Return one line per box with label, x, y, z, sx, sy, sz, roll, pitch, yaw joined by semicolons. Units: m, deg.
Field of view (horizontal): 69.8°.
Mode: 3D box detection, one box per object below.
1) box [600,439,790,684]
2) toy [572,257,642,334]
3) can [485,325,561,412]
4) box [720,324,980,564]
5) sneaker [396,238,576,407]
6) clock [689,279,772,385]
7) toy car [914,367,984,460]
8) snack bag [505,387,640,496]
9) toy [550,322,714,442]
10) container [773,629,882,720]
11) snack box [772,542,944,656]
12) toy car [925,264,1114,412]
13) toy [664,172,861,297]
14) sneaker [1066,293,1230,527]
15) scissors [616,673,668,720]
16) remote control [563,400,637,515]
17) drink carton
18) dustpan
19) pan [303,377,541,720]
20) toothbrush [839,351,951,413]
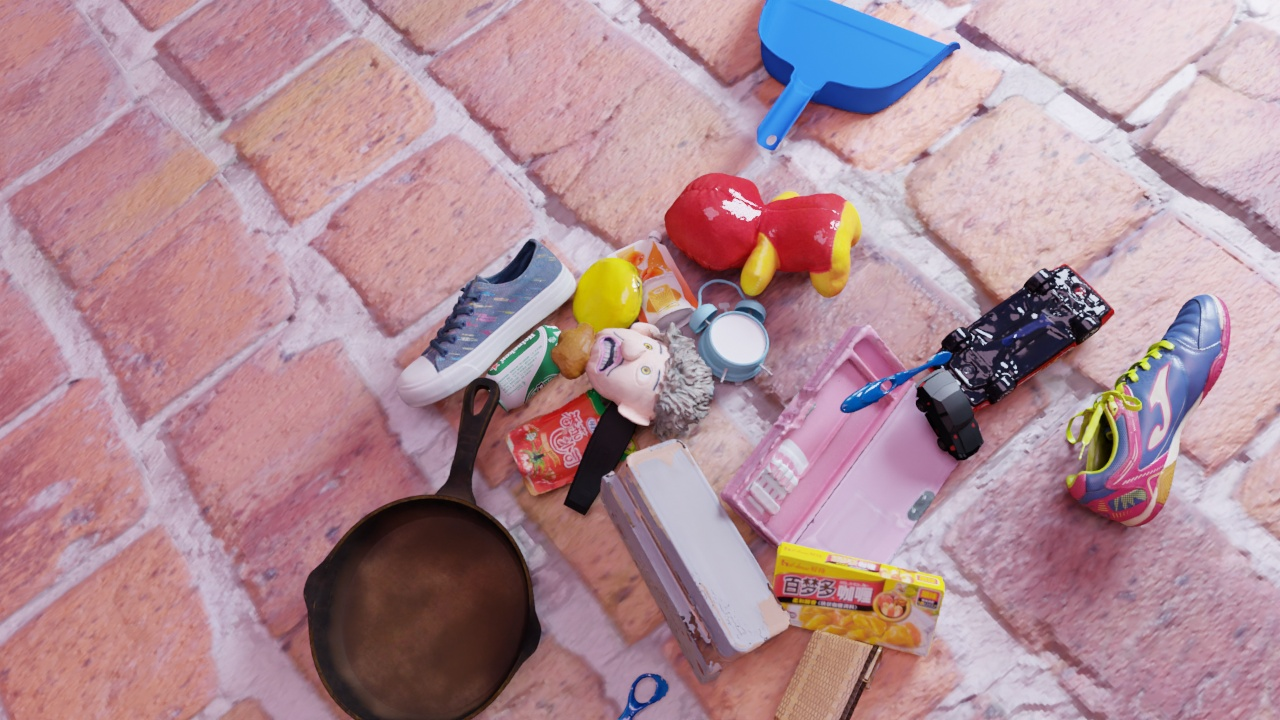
box;0.050;0.186;0.883;0.107;0.094;0.216;-29;67;-6
toy;-0.037;-0.070;1.022;0.094;0.041;0.095;-22;65;31
can;-0.122;0.007;1.003;0.101;0.053;0.053;-41;68;-10
box;0.210;0.101;0.923;0.179;0.059;0.232;42;76;-3
sneaker;-0.180;-0.046;1.006;0.235;0.079;0.087;-41;32;-15
clock;0.097;-0.033;0.993;0.087;0.042;0.123;-8;66;-15
toy car;0.308;0.054;0.905;0.042;0.036;0.091;-29;90;-16
snack bag;-0.061;0.080;0.977;0.155;0.044;0.087;-24;79;-10
toy;-0.006;0.006;0.952;0.176;0.076;0.132;15;51;-6
container;0.170;0.303;0.835;0.061;0.063;0.113;23;72;24
snack box;0.199;0.223;0.858;0.152;0.025;0.075;10;111;12
toy car;0.389;-0.023;0.943;0.189;0.056;0.081;-34;66;-6
toy;0.130;-0.146;1.008;0.216;0.099;0.147;14;44;12
sneaker;0.480;0.034;0.873;0.091;0.116;0.241;26;79;7
scissors;-0.023;0.344;0.871;0.132;0.015;0.109;0;71;13
remote control;-0.040;0.100;0.954;0.039;0.010;0.124;29;77;-7
drink carton;0.014;-0.091;1.041;0.069;0.039;0.122;-25;60;-3
dustpan;0.217;-0.344;1.105;0.246;0.059;0.257;29;75;18
pan;-0.198;0.190;0.929;0.249;0.043;0.355;10;73;12
toothbrush;0.251;0.021;0.908;0.132;0.016;0.021;-25;91;-13
